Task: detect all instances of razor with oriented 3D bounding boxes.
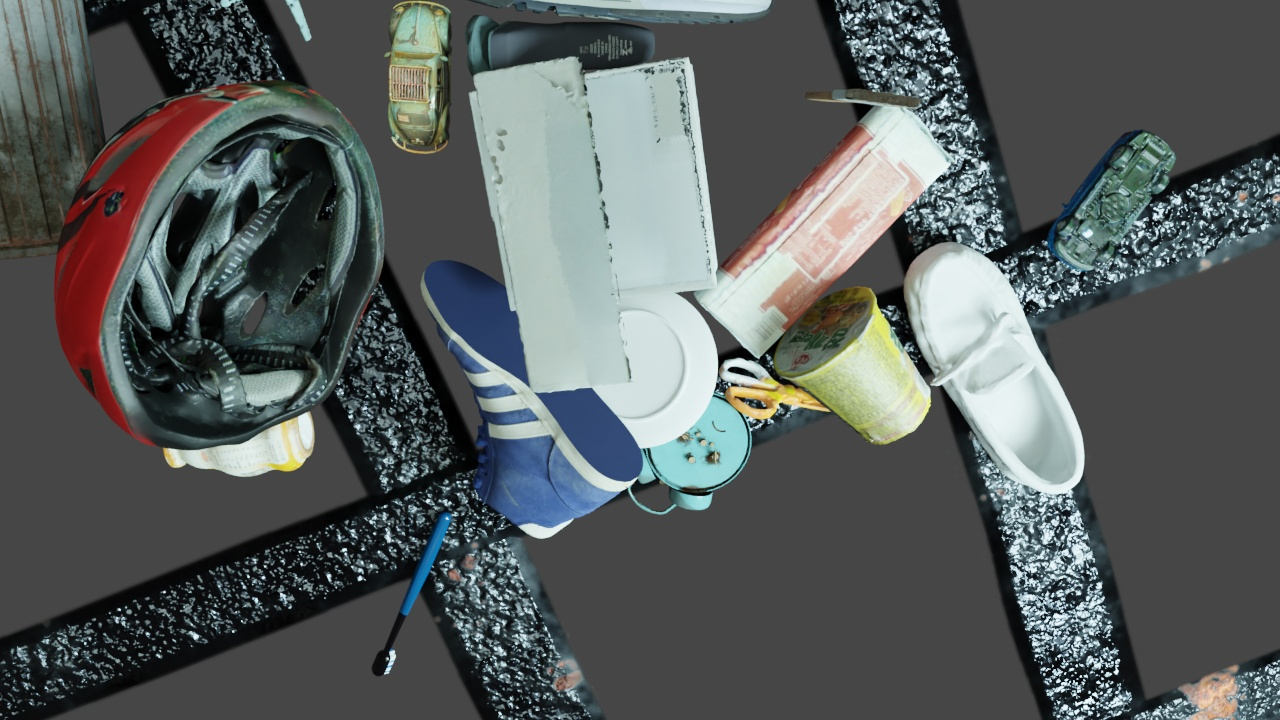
[{"bbox_3d":[-0.059,-0.237,0.693,0.143,0.052,0.047,-4,118,-8],"label":"razor"}]

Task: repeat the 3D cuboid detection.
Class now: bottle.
[{"bbox_3d":[-0.324,0.063,0.742,0.108,0.063,0.063,-6,105,-3],"label":"bottle"}]

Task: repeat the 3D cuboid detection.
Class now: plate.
[{"bbox_3d":[-0.004,0.004,0.749,0.135,0.011,0.134,0,88,15],"label":"plate"}]

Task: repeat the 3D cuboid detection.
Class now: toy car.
[{"bbox_3d":[-0.168,-0.212,0.689,0.047,0.047,0.112,3,104,-2],"label":"toy car"},{"bbox_3d":[0.386,-0.131,0.757,0.056,0.043,0.120,31,99,-12],"label":"toy car"}]

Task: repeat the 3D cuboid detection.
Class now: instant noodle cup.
[{"bbox_3d":[0.180,0.010,0.754,0.102,0.102,0.108,-43,111,7],"label":"instant noodle cup"}]

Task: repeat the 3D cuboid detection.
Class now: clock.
[{"bbox_3d":[0.038,0.076,0.780,0.090,0.053,0.124,37,99,-12],"label":"clock"}]

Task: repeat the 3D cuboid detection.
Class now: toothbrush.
[{"bbox_3d":[-0.203,0.208,0.815,0.014,0.014,0.168,29,100,23],"label":"toothbrush"}]

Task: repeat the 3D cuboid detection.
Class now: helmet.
[{"bbox_3d":[-0.292,-0.069,0.642,0.167,0.217,0.272,29,104,23],"label":"helmet"}]

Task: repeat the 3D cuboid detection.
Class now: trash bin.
[{"bbox_3d":[-0.443,-0.184,0.634,0.131,0.130,0.211,-3,107,-4],"label":"trash bin"}]

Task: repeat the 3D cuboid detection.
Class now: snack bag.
[{"bbox_3d":[0.146,-0.108,0.748,0.077,0.041,0.225,42,96,-14],"label":"snack bag"}]

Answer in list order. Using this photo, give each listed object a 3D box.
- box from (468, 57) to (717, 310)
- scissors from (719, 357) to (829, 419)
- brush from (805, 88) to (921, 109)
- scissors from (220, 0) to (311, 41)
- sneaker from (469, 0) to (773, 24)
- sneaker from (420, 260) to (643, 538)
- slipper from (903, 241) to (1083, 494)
[{"bbox_3d":[-0.041,-0.168,0.837,0.171,0.403,0.169,-9,106,-2],"label":"box"},{"bbox_3d":[0.124,0.026,0.784,0.130,0.070,0.013,7,133,-26],"label":"scissors"},{"bbox_3d":[0.149,-0.192,0.671,0.045,0.143,0.008,4,106,-15],"label":"brush"},{"bbox_3d":[-0.258,-0.309,0.677,0.135,0.015,0.135,-18,111,3],"label":"scissors"},{"bbox_3d":[-0.020,-0.311,0.654,0.240,0.088,0.124,3,107,-2],"label":"sneaker"},{"bbox_3d":[-0.113,0.040,0.751,0.233,0.091,0.119,45,125,4],"label":"sneaker"},{"bbox_3d":[0.301,0.011,0.781,0.112,0.075,0.247,-35,103,-11],"label":"slipper"}]
